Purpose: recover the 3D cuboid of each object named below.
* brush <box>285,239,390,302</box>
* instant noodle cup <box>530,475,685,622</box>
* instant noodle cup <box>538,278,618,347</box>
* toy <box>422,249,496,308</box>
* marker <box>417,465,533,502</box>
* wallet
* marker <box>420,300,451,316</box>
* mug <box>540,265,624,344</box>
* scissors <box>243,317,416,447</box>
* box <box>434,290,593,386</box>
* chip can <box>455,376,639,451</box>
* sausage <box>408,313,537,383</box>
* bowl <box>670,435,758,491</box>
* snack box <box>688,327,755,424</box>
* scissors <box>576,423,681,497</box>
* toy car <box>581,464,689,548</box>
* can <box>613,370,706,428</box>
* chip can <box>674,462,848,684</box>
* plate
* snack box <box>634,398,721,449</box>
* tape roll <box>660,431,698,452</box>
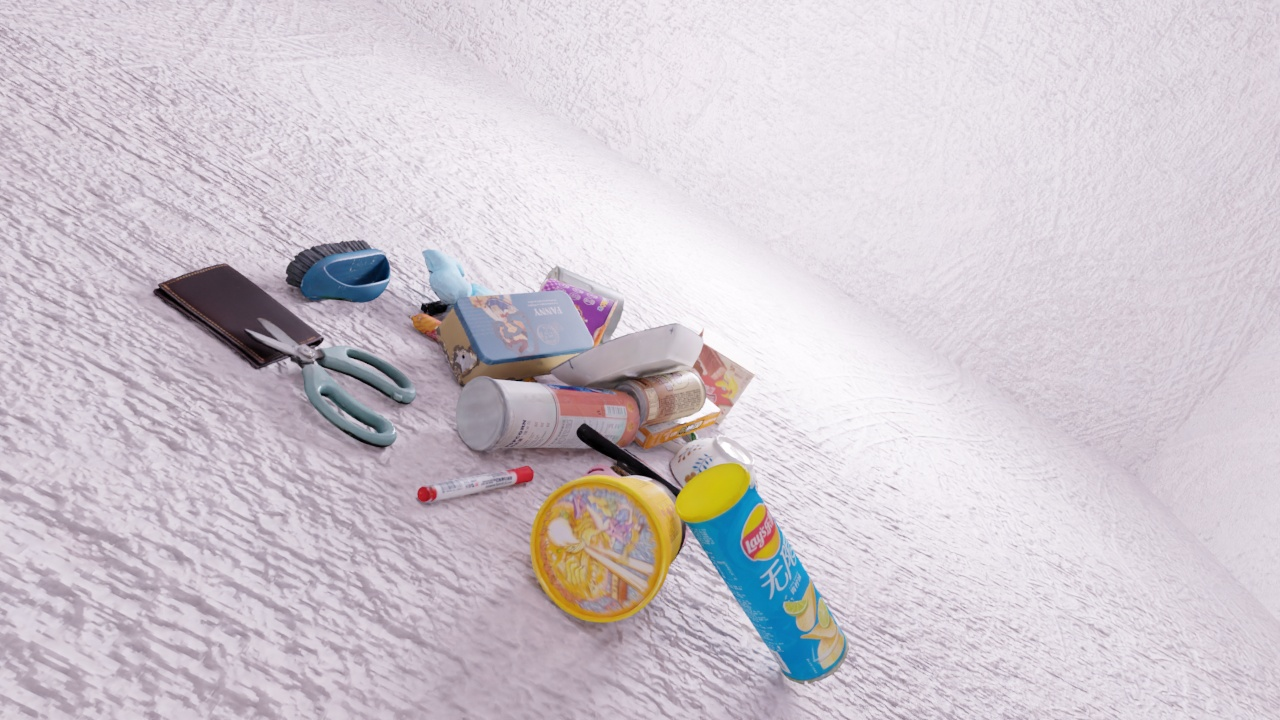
[{"bbox_3d":[-0.318,-0.093,1.000,0.073,0.055,0.143,34,18,8],"label":"brush"},{"bbox_3d":[-0.019,0.152,0.795,0.118,0.118,0.114,38,12,14],"label":"instant noodle cup"},{"bbox_3d":[-0.094,-0.050,1.185,0.099,0.112,0.111,27,19,-2],"label":"instant noodle cup"},{"bbox_3d":[-0.198,-0.066,1.122,0.156,0.050,0.161,30,23,-44],"label":"toy"},{"bbox_3d":[-0.147,0.112,0.832,0.017,0.017,0.145,42,21,23],"label":"marker"},{"bbox_3d":[-0.369,-0.042,0.852,0.122,0.020,0.096,36,24,4],"label":"wallet"},{"bbox_3d":[-0.235,-0.074,1.148,0.022,0.018,0.130,26,18,9],"label":"marker"},{"bbox_3d":[-0.088,-0.063,1.283,0.103,0.084,0.123,24,46,-23],"label":"mug"},{"bbox_3d":[-0.277,0.009,0.851,0.176,0.019,0.171,40,19,5],"label":"scissors"},{"bbox_3d":[-0.137,-0.027,1.046,0.183,0.062,0.089,-13,67,-47],"label":"box"},{"bbox_3d":[-0.090,0.059,0.968,0.214,0.071,0.071,8,31,-52],"label":"chip can"},{"bbox_3d":[-0.192,-0.013,1.059,0.165,0.021,0.021,28,19,-13],"label":"sausage"},{"bbox_3d":[0.099,0.132,1.113,0.113,0.062,0.113,30,20,-12],"label":"bowl"},{"bbox_3d":[0.104,0.022,1.338,0.093,0.094,0.077,32,19,-4],"label":"snack box"},{"bbox_3d":[0.023,0.132,0.947,0.233,0.021,0.221,37,-5,-16],"label":"scissors"},{"bbox_3d":[-0.008,0.150,0.901,0.122,0.056,0.037,33,15,-1],"label":"toy car"},{"bbox_3d":[0.022,0.046,1.095,0.116,0.059,0.058,-9,44,-46],"label":"can"},{"bbox_3d":[0.112,0.192,0.822,0.210,0.071,0.071,58,11,-21],"label":"chip can"},{"bbox_3d":[-0.007,0.006,1.106,0.265,0.162,0.034,19,51,-77],"label":"plate"},{"bbox_3d":[0.031,0.065,1.164,0.075,0.026,0.153,40,31,26],"label":"snack box"},{"bbox_3d":[0.038,0.091,1.188,0.086,0.014,0.085,29,19,-12],"label":"tape roll"}]
